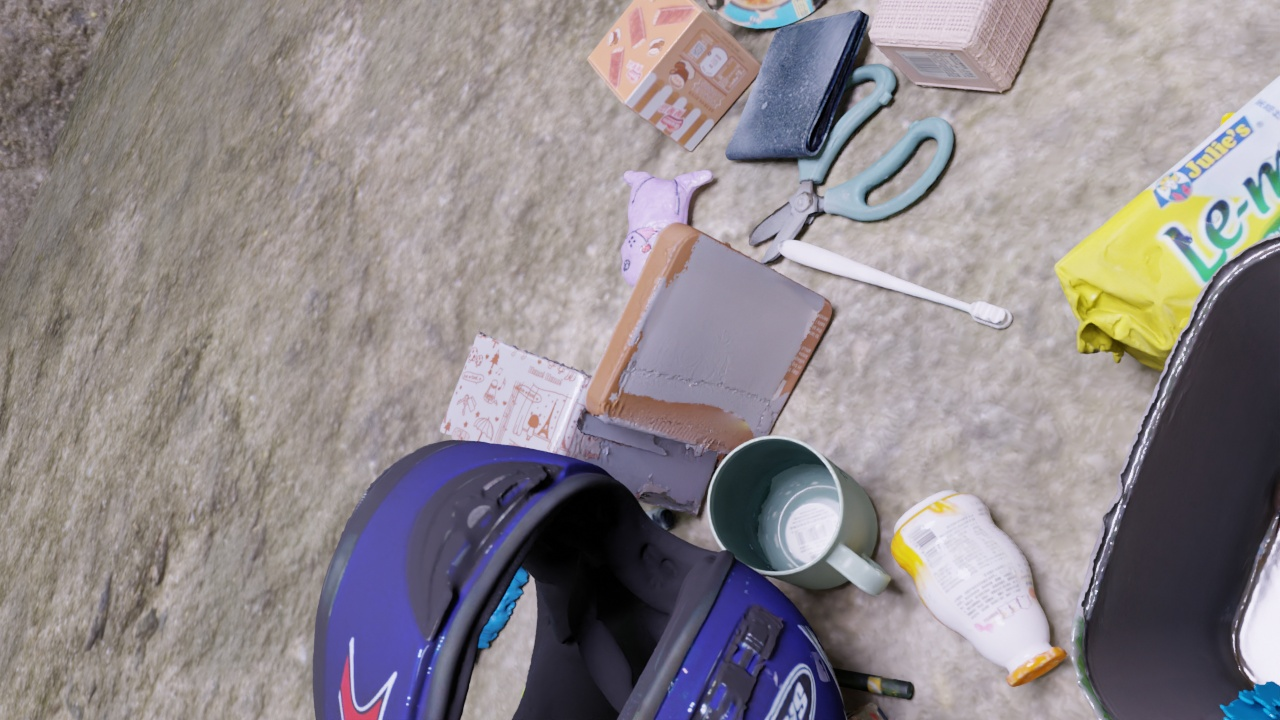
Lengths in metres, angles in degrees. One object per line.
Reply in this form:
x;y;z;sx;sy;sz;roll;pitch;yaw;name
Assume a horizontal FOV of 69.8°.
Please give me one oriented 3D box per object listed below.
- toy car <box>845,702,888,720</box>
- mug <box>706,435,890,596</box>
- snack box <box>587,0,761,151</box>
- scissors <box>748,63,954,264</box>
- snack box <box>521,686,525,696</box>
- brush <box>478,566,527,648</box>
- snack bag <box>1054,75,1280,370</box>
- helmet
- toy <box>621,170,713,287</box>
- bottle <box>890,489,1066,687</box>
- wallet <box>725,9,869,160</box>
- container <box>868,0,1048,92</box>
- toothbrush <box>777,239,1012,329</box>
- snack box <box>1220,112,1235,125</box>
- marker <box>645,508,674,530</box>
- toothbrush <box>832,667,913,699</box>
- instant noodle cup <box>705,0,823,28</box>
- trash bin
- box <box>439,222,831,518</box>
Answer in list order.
0.118;0.251;0.569;0.091;0.035;0.042;-46;50;23;toy car
0.109;0.106;0.570;0.112;0.106;0.082;38;91;33;mug
0.028;-0.248;0.766;0.094;0.092;0.077;-47;51;18;snack box
0.141;-0.149;0.692;0.179;0.019;0.161;-30;59;30;scissors
-0.020;0.257;0.686;0.156;0.026;0.086;26;94;41;snack box
-0.193;0.251;0.819;0.109;0.060;0.315;37;102;46;brush
0.301;-0.083;0.407;0.247;0.157;0.068;-44;68;20;snack bag
-0.011;0.199;0.492;0.241;0.316;0.246;11;42;24;helmet
0.017;-0.109;0.768;0.084;0.039;0.108;3;76;29;toy
0.194;0.130;0.526;0.063;0.063;0.108;-44;52;20;bottle
0.120;-0.213;0.716;0.097;0.019;0.120;16;83;55;wallet
0.219;-0.248;0.614;0.090;0.090;0.111;22;94;42;container
0.167;-0.056;0.631;0.180;0.016;0.016;26;93;38;toothbrush
0.347;-0.063;0.483;0.087;0.033;0.140;8;79;41;snack box
-0.029;0.137;0.737;0.131;0.022;0.018;-21;34;35;marker
0.090;0.208;0.614;0.186;0.012;0.017;-2;88;36;toothbrush
0.100;-0.353;0.739;0.111;0.111;0.120;-19;57;34;instant noodle cup
0.307;0.087;0.342;0.199;0.219;0.198;21;89;41;trash bin
-0.011;0.004;0.660;0.158;0.180;0.217;34;100;43;box
